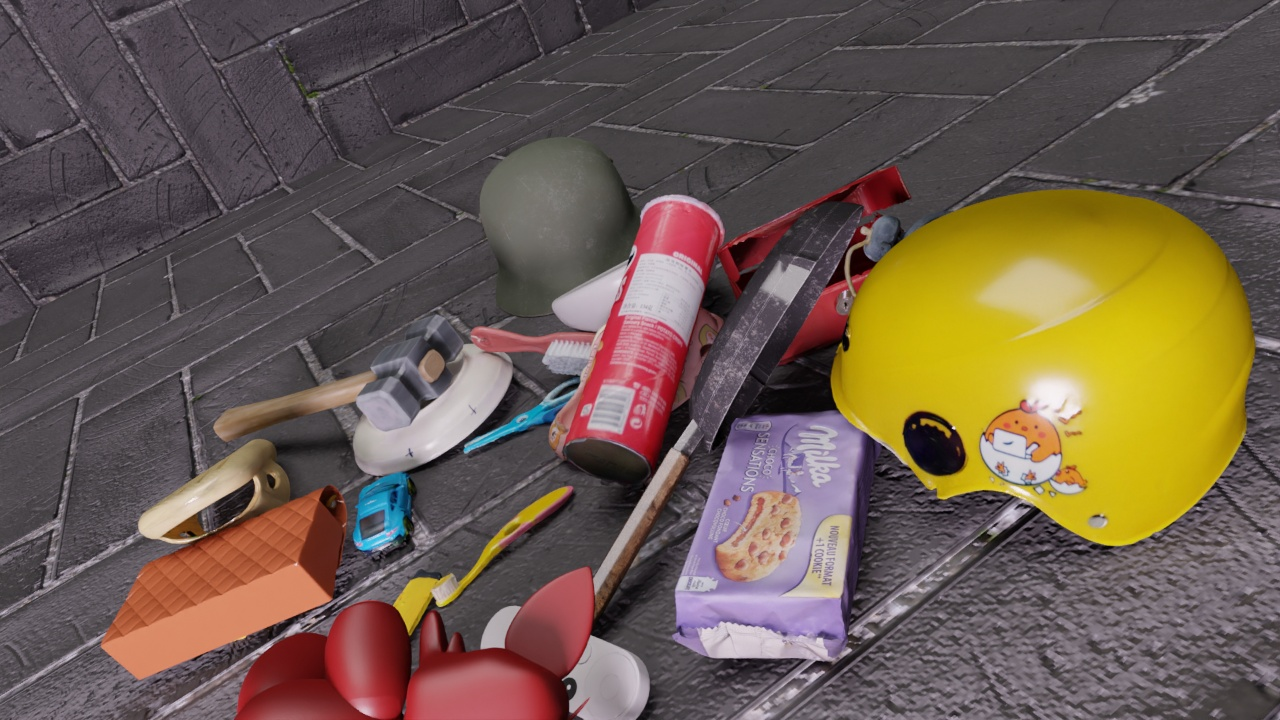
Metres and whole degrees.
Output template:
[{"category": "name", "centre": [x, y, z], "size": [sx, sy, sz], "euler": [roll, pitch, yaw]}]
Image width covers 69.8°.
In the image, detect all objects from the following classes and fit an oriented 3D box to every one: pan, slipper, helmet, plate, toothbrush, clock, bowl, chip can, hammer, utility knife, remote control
[{"category": "pan", "centre": [0.048, 0.032, 0.626], "size": [0.040, 0.208, 0.356], "euler": [33, 71, 11]}, {"category": "slipper", "centre": [-0.381, 0.132, 0.853], "size": [0.111, 0.079, 0.262], "euler": [-32, 9, -12]}, {"category": "helmet", "centre": [0.227, -0.027, 0.535], "size": [0.240, 0.140, 0.208], "euler": [20, 47, 31]}, {"category": "plate", "centre": [-0.213, 0.037, 0.910], "size": [0.182, 0.034, 0.182], "euler": [-23, 30, 14]}, {"category": "slipper", "centre": [-0.005, 0.005, 0.777], "size": [0.093, 0.081, 0.196], "euler": [12, 45, 47]}, {"category": "toothbrush", "centre": [-0.101, 0.134, 0.688], "size": [0.135, 0.016, 0.021], "euler": [-39, 27, -28]}, {"category": "clock", "centre": [0.217, -0.067, 0.701], "size": [0.129, 0.090, 0.052], "euler": [-3, -14, -6]}, {"category": "bowl", "centre": [0.005, -0.067, 0.889], "size": [0.176, 0.066, 0.176], "euler": [-27, 7, 4]}, {"category": "helmet", "centre": [-0.105, -0.187, 1.117], "size": [0.227, 0.154, 0.267], "euler": [-24, 27, -1]}, {"category": "chip can", "centre": [0.006, -0.019, 0.707], "size": [0.073, 0.073, 0.232], "euler": [-5, 52, 32]}, {"category": "hammer", "centre": [-0.322, 0.038, 0.927], "size": [0.324, 0.051, 0.117], "euler": [-14, 33, 32]}, {"category": "utility knife", "centre": [-0.178, 0.203, 0.625], "size": [0.031, 0.017, 0.155], "euler": [-14, 27, 29]}, {"category": "remote control", "centre": [-0.048, 0.181, 0.548], "size": [0.137, 0.013, 0.043], "euler": [6, 66, 44]}]

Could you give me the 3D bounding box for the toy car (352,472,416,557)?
[{"category": "toy car", "centre": [-0.220, 0.125, 0.781], "size": [0.048, 0.032, 0.105], "euler": [-24, 25, 1]}]

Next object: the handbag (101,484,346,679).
[{"category": "handbag", "centre": [-0.323, 0.175, 0.738], "size": [0.172, 0.060, 0.108], "euler": [-23, 32, 7]}]

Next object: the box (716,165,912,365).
[{"category": "box", "centre": [0.159, -0.080, 0.801], "size": [0.157, 0.122, 0.136], "euler": [-25, 9, 4]}]

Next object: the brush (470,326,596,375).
[{"category": "brush", "centre": [-0.088, -0.007, 0.871], "size": [0.172, 0.041, 0.030], "euler": [6, 46, 18]}]

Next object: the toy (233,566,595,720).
[{"category": "toy", "centre": [-0.107, 0.200, 0.461], "size": [0.197, 0.121, 0.158], "euler": [-12, 65, 1]}]

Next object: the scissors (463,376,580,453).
[{"category": "scissors", "centre": [-0.101, 0.057, 0.833], "size": [0.140, 0.015, 0.083], "euler": [-25, 27, -9]}]

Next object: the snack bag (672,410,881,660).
[{"category": "snack bag", "centre": [0.091, 0.098, 0.559], "size": [0.096, 0.058, 0.204], "euler": [-5, 28, 23]}]
